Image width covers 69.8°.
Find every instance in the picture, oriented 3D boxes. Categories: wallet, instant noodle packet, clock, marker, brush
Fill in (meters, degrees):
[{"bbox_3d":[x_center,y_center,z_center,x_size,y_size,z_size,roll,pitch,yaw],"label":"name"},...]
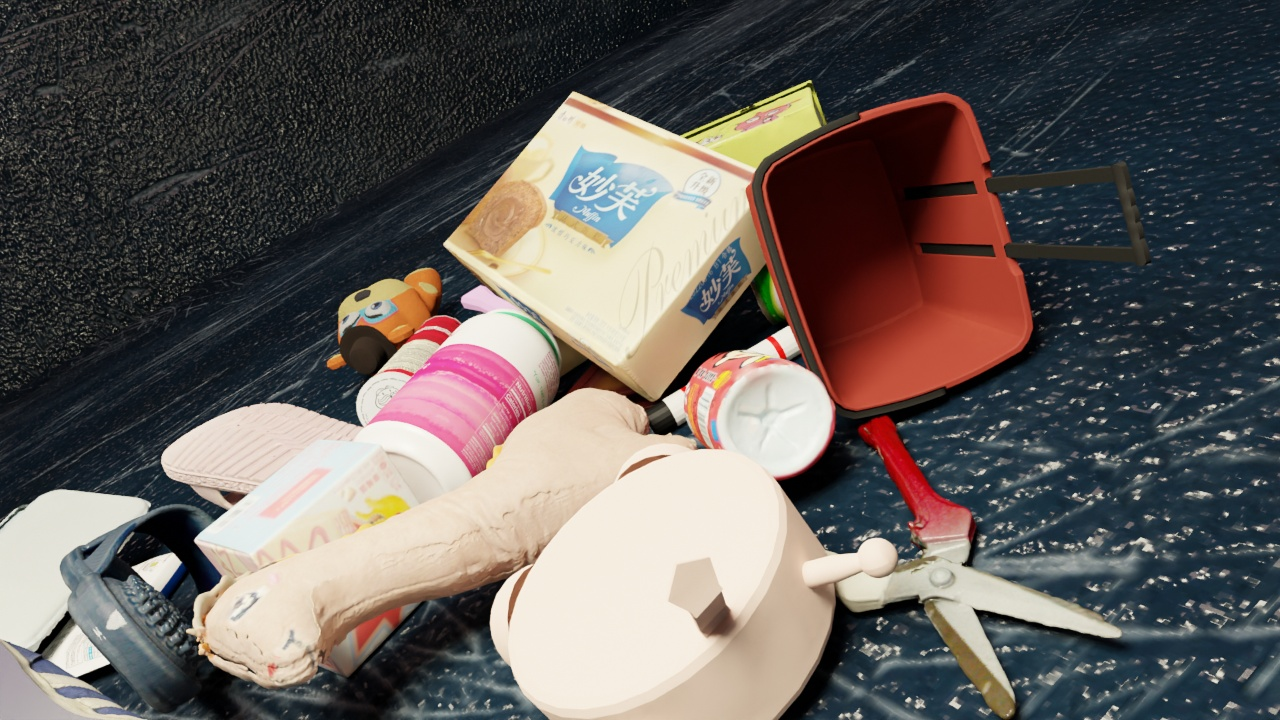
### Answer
[{"bbox_3d":[-0.004,0.004,0.669,0.092,0.018,0.115,-15,24,28],"label":"wallet"},{"bbox_3d":[-0.398,0.192,0.687,0.087,0.026,0.134,-23,23,10],"label":"instant noodle packet"},{"bbox_3d":[0.004,0.091,0.377,0.131,0.086,0.161,-44,19,-15],"label":"clock"},{"bbox_3d":[0.069,0.004,0.582,0.145,0.019,0.019,-30,23,-6],"label":"marker"},{"bbox_3d":[-0.112,-0.031,0.823,0.089,0.043,0.229,-34,24,-16],"label":"brush"}]

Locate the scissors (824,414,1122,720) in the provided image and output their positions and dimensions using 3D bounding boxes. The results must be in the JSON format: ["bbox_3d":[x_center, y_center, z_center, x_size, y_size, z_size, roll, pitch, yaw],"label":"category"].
[{"bbox_3d":[0.101,0.078,0.395,0.180,0.015,0.196,-15,25,28],"label":"scissors"}]

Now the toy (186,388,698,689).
[{"bbox_3d":[-0.100,0.083,0.496,0.263,0.065,0.196,-20,16,-20],"label":"toy"}]

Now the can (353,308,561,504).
[{"bbox_3d":[-0.120,0.036,0.632,0.088,0.088,0.165,-14,26,29],"label":"can"}]

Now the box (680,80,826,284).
[{"bbox_3d":[0.052,-0.117,0.730,0.221,0.124,0.082,-21,23,20],"label":"box"}]

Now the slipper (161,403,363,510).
[{"bbox_3d":[-0.260,0.090,0.710,0.240,0.064,0.094,6,34,26],"label":"slipper"}]

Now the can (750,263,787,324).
[{"bbox_3d":[0.136,-0.072,0.609,0.121,0.067,0.067,-18,24,22],"label":"can"}]

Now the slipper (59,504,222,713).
[{"bbox_3d":[-0.275,0.136,0.543,0.082,0.101,0.264,-41,15,-27],"label":"slipper"}]

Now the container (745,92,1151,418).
[{"bbox_3d":[0.130,-0.053,0.461,0.127,0.148,0.200,-21,11,-1],"label":"container"}]

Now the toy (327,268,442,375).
[{"bbox_3d":[-0.261,-0.036,0.952,0.112,0.096,0.175,-23,34,10],"label":"toy"}]

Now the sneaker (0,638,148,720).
[{"bbox_3d":[-0.265,0.221,0.446,0.233,0.119,0.091,20,50,16],"label":"sneaker"}]

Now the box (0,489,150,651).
[{"bbox_3d":[-0.480,0.195,0.713,0.130,0.106,0.210,5,22,-3],"label":"box"}]

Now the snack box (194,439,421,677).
[{"bbox_3d":[-0.178,0.111,0.531,0.080,0.095,0.092,-2,33,44],"label":"snack box"}]

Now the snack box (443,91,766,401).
[{"bbox_3d":[-0.022,-0.087,0.629,0.207,0.055,0.153,34,83,39],"label":"snack box"}]

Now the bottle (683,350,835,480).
[{"bbox_3d":[0.055,0.024,0.497,0.062,0.062,0.137,-29,9,-4],"label":"bottle"}]

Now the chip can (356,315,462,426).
[{"bbox_3d":[-0.184,0.008,0.770,0.052,0.052,0.214,-25,14,5],"label":"chip can"}]
